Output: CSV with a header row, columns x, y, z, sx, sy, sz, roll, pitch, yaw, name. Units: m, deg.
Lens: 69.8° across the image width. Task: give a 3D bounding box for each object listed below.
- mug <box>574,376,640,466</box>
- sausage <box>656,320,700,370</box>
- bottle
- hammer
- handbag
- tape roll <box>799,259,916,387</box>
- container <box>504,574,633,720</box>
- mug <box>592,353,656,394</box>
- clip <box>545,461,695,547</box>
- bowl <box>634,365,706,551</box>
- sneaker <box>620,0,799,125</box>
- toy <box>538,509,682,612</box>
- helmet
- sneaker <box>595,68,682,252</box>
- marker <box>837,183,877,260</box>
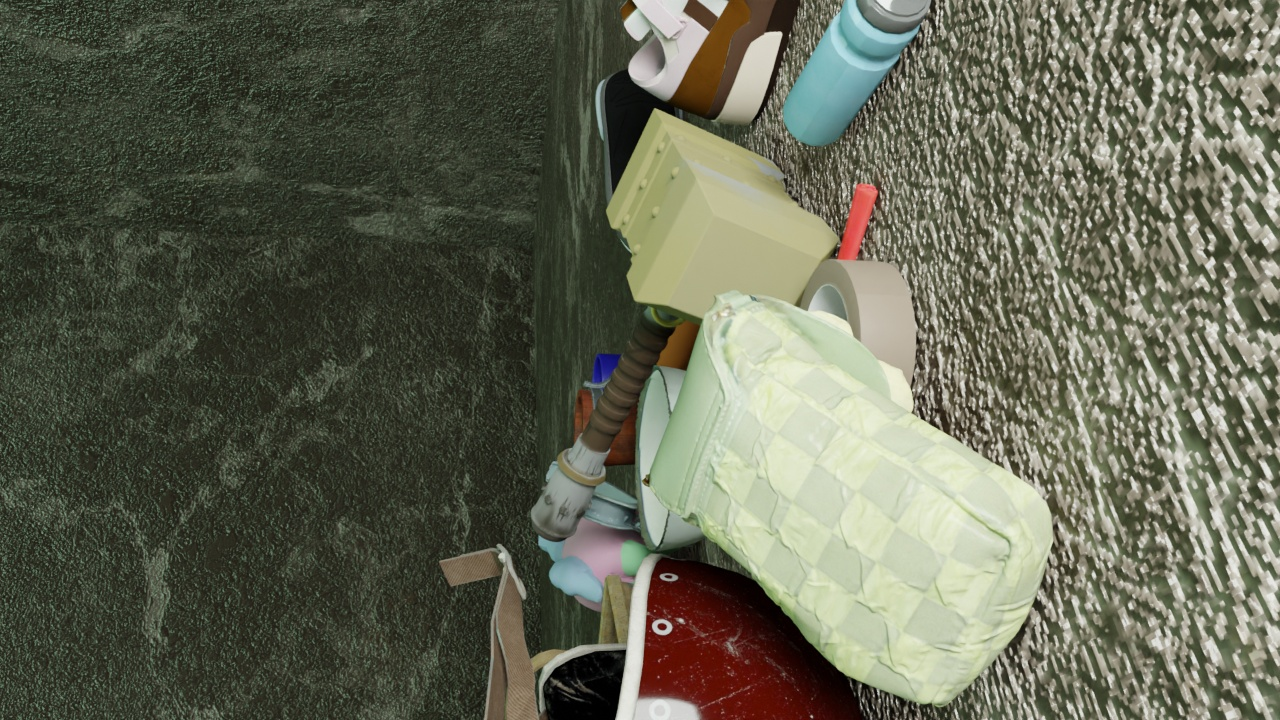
x,y,z,sx,sy,sz,roll,pitch,yaw,name
-0.007,0.052,0.932,0.081,0.111,0.117,169,102,-79,mug
0.046,-0.031,0.855,0.165,0.039,0.044,107,161,-56,sausage
0.115,-0.164,0.495,0.130,0.040,0.040,122,148,-70,bottle
-0.004,0.004,0.673,0.326,0.100,0.190,-62,21,24,hammer
0.091,0.053,0.411,0.186,0.116,0.113,39,127,28,handbag
0.115,-0.008,0.502,0.094,0.030,0.093,-179,91,-80,tape roll
-0.014,0.295,0.726,0.249,0.186,0.158,-112,26,-66,container
-0.007,0.049,1.005,0.079,0.083,0.111,167,105,-79,mug
-0.040,0.130,0.884,0.165,0.168,0.031,23,88,54,clip
0.042,0.081,0.767,0.153,0.073,0.153,180,91,-80,bowl
0.055,-0.290,0.631,0.295,0.116,0.111,110,159,-60,sneaker
-0.043,0.198,0.946,0.221,0.171,0.120,-13,-73,-66,toy
-0.004,0.220,0.506,0.233,0.254,0.234,-2,-102,-81,helmet
0.003,-0.186,1.017,0.161,0.093,0.256,93,173,-60,sneaker
0.117,-0.038,0.548,0.012,0.012,0.142,-102,17,-53,marker
